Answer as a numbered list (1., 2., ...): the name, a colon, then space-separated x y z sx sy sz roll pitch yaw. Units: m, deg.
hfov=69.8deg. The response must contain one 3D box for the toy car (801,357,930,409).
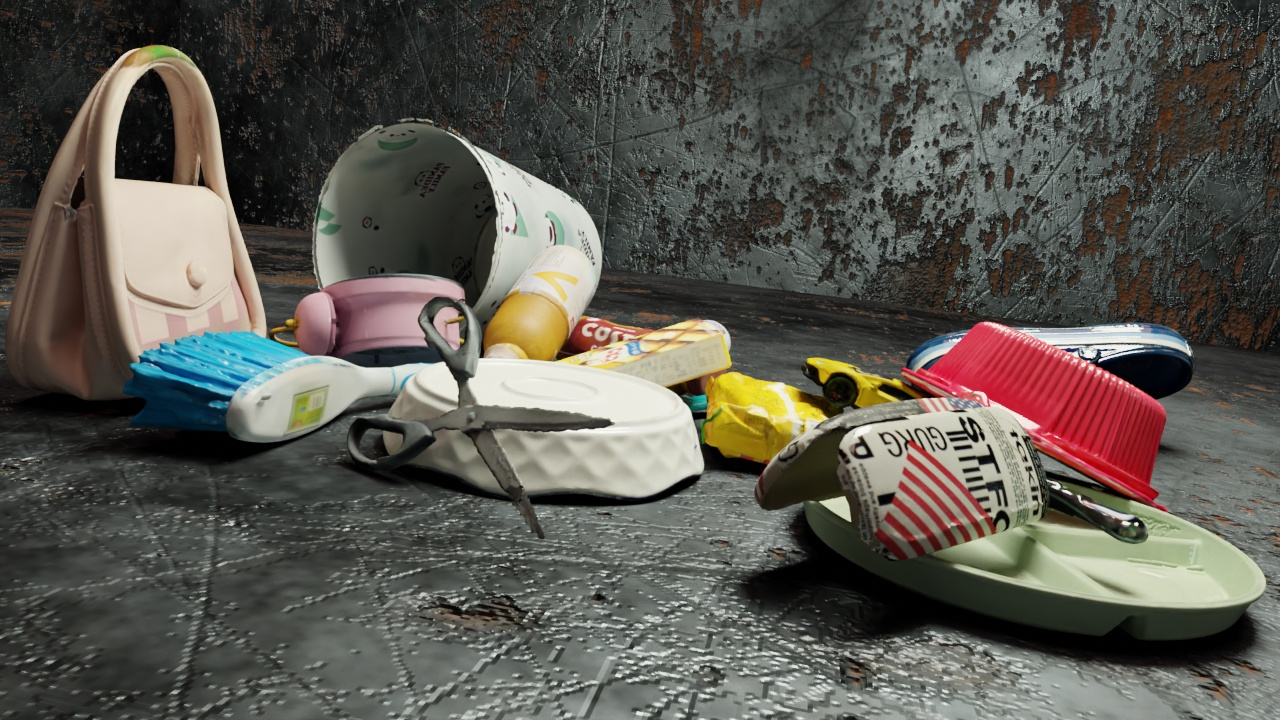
1. toy car: 0.186 0.038 0.663 0.156 0.041 0.071 33 11 18

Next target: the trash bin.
1. trash bin: -0.178 -0.117 0.995 0.230 0.229 0.251 11 4 25

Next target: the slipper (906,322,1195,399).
1. slipper: 0.387 0.027 0.874 0.253 0.105 0.095 -5 47 16

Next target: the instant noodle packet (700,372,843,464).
1. instant noodle packet: 0.097 0.046 0.655 0.111 0.044 0.128 12 11 2

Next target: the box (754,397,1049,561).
1. box: 0.128 0.057 0.450 0.162 0.076 0.088 -5 -13 -40

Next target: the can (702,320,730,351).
1. can: 0.059 -0.013 0.989 0.053 0.053 0.134 9 9 17

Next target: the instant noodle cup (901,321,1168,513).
1. instant noodle cup: 0.281 0.030 0.635 0.194 0.066 0.193 28 5 -3

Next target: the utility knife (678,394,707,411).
1. utility knife: 0.030 0.037 0.751 0.221 0.013 0.029 -7 12 -38

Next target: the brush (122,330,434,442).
1. brush: -0.209 0.014 0.643 0.109 0.060 0.314 13 7 7

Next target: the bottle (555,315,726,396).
1. bottle: -0.001 -0.002 0.855 0.175 0.057 0.057 14 12 39

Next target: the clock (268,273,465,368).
1. clock: -0.221 -0.027 0.754 0.158 0.059 0.117 -3 -10 -10

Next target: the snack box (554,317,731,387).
1. snack box: -0.004 0.004 0.745 0.140 0.034 0.087 -19 13 -4

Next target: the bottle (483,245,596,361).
1. bottle: -0.094 -0.038 0.827 0.068 0.068 0.189 8 35 11

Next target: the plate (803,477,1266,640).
1. plate: 0.198 0.093 0.493 0.230 0.027 0.230 6 8 -1

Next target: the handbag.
1. handbag: -0.337 -0.097 0.636 0.093 0.234 0.193 5 9 0

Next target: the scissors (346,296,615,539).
1. scissors: -0.092 0.028 0.497 0.181 0.159 0.014 -15 -29 23

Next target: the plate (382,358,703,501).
1. plate: -0.060 0.037 0.592 0.205 0.045 0.204 6 11 -1

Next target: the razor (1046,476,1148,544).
1. razor: 0.207 0.067 0.501 0.042 0.022 0.143 -1 12 -31
